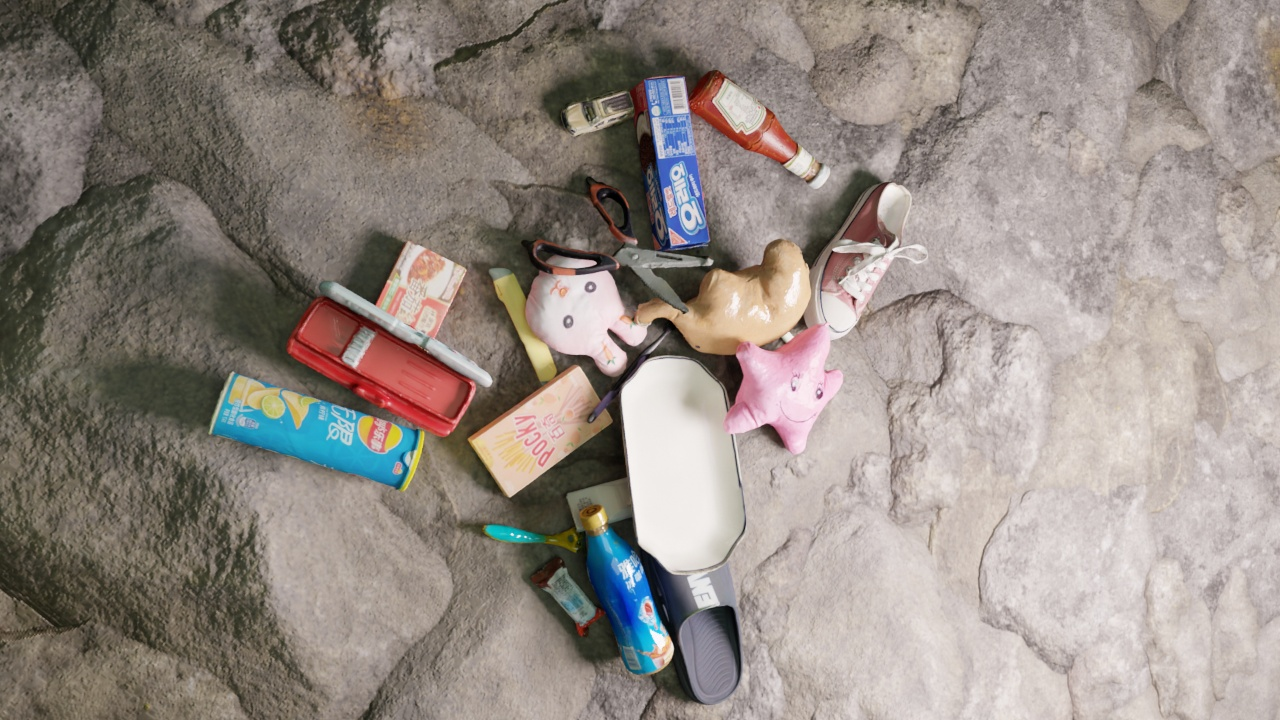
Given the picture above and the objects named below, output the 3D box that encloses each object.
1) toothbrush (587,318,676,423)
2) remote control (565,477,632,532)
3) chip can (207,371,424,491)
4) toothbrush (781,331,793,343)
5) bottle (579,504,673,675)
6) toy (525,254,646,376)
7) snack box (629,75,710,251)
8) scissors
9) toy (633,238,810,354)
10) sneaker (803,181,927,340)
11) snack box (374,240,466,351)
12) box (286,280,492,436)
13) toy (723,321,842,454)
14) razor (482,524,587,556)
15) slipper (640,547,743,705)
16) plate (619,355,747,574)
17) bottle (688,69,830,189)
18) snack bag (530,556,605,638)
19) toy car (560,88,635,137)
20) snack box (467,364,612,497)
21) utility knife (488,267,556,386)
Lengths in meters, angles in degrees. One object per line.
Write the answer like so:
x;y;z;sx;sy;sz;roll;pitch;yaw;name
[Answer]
-0.007;0.007;1.126;0.188;0.017;0.014;-50;116;-21;toothbrush
-0.027;0.170;1.124;0.124;0.024;0.049;-14;68;-19;remote control
-0.345;0.078;0.986;0.210;0.071;0.071;20;84;-20;chip can
0.196;-0.033;1.213;0.020;0.029;0.189;-38;106;26;toothbrush
-0.023;0.272;1.100;0.065;0.065;0.219;-26;107;-18;bottle
-0.062;-0.054;1.100;0.159;0.054;0.121;36;74;-23;toy
0.036;-0.238;1.127;0.057;0.058;0.207;-11;95;-20;snack box
-0.027;-0.128;1.073;0.188;0.015;0.225;-27;68;-18;scissors
0.107;-0.062;1.128;0.225;0.082;0.143;-23;127;-10;toy
0.298;-0.136;1.210;0.118;0.088;0.240;34;79;-18;sneaker
-0.263;-0.052;1.038;0.075;0.025;0.152;27;82;-18;snack box
-0.266;0.002;0.972;0.201;0.100;0.094;31;81;-17;box
0.183;0.025;1.155;0.194;0.074;0.178;22;99;-38;toy
-0.125;0.209;1.094;0.132;0.028;0.043;10;62;-23;razor
0.082;0.311;1.146;0.110;0.083;0.268;-17;98;-21;slipper
0.046;0.126;1.120;0.161;0.034;0.265;-2;78;-31;plate
0.155;-0.289;1.169;0.206;0.060;0.059;32;80;-19;bottle
-0.084;0.287;1.112;0.045;0.026;0.105;-39;103;-6;snack bag
-0.051;-0.300;1.106;0.090;0.035;0.042;-22;97;-16;toy car
-0.117;0.083;1.092;0.157;0.026;0.084;-36;108;-16;snack box
-0.133;-0.031;1.091;0.031;0.019;0.179;-26;99;-14;utility knife
